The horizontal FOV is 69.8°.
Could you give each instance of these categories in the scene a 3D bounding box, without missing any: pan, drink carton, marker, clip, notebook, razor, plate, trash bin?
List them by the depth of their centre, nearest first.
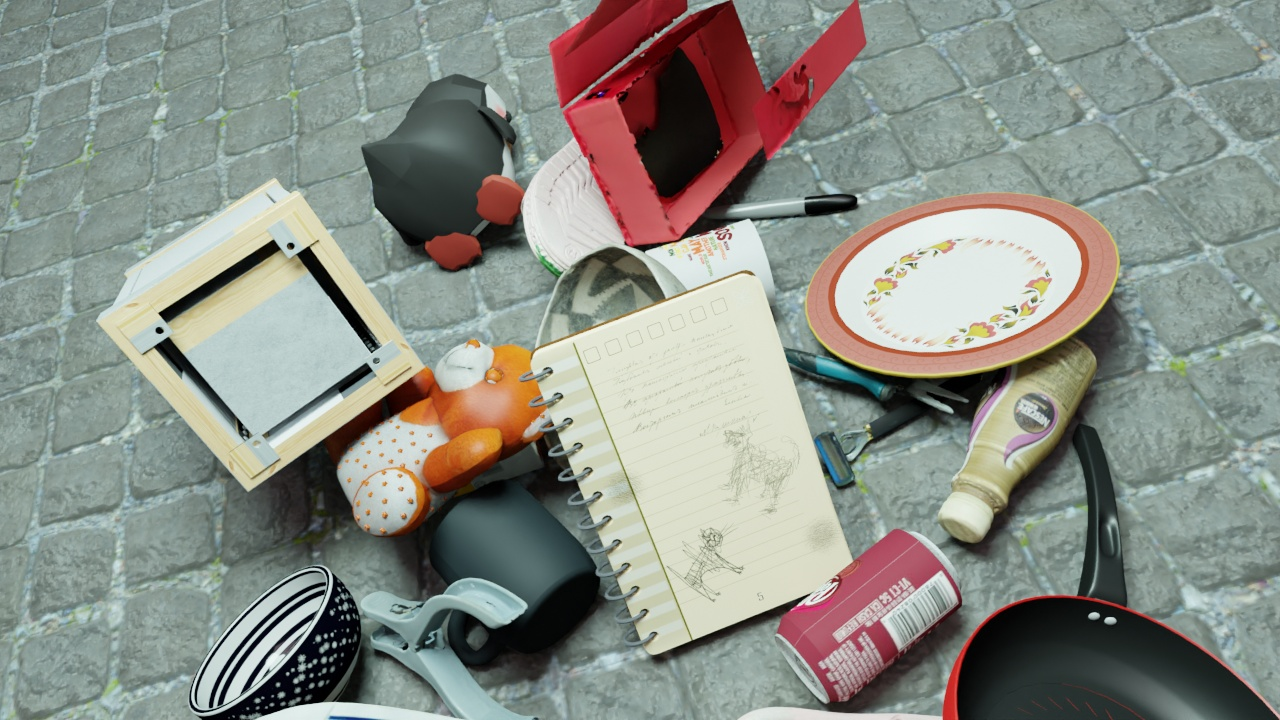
[{"bbox_3d":[0.278,0.177,0.543,0.209,0.067,0.355,16,41,2],"label":"pan"},{"bbox_3d":[0.034,0.073,0.607,0.167,0.225,0.024,-21,11,-2],"label":"notebook"},{"bbox_3d":[-0.119,0.220,0.621,0.174,0.159,0.030,-13,9,43],"label":"clip"},{"bbox_3d":[0.196,0.042,0.690,0.144,0.022,0.043,-28,98,-12],"label":"razor"},{"bbox_3d":[-0.290,-0.035,0.704,0.142,0.142,0.247,-37,25,-13],"label":"trash bin"},{"bbox_3d":[0.243,-0.059,0.714,0.230,0.021,0.229,-16,36,12],"label":"plate"},{"bbox_3d":[-0.139,0.069,0.730,0.122,0.040,0.058,-19,55,-1],"label":"drink carton"},{"bbox_3d":[0.125,-0.139,0.830,0.139,0.016,0.022,-3,25,11],"label":"marker"}]

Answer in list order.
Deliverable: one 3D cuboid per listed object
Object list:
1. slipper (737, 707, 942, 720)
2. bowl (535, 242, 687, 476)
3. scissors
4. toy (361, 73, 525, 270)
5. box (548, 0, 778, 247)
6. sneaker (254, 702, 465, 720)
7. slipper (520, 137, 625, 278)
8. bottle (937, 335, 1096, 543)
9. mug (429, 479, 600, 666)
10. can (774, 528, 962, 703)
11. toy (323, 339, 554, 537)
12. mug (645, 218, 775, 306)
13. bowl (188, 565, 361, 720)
[{"bbox_3d":[0.153,0.254,0.534,0.222,0.056,0.106,6,57,15],"label":"slipper"},{"bbox_3d":[-0.004,0.004,0.699,0.081,0.179,0.178,5,43,-40],"label":"bowl"},{"bbox_3d":[0.172,0.002,0.705,0.123,0.019,0.148,-10,38,-2],"label":"scissors"},{"bbox_3d":[-0.185,-0.205,0.866,0.159,0.140,0.183,-38,35,31],"label":"toy"},{"bbox_3d":[0.022,-0.272,0.735,0.121,0.319,0.210,19,47,25],"label":"box"},{"bbox_3d":[-0.126,0.289,0.544,0.295,0.121,0.127,3,45,11],"label":"sneaker"},{"bbox_3d":[-0.051,-0.146,0.822,0.094,0.065,0.238,39,41,-14],"label":"slipper"},{"bbox_3d":[0.260,0.053,0.643,0.060,0.060,0.165,27,66,26],"label":"bottle"},{"bbox_3d":[-0.095,0.160,0.643,0.094,0.085,0.122,38,99,30],"label":"mug"},{"bbox_3d":[0.147,0.164,0.591,0.114,0.063,0.063,-35,57,-11],"label":"can"},{"bbox_3d":[-0.139,0.045,0.661,0.172,0.093,0.164,-32,32,-14],"label":"toy"},{"bbox_3d":[0.061,-0.054,0.756,0.089,0.073,0.105,-17,81,0],"label":"mug"},{"bbox_3d":[-0.240,0.210,0.635,0.120,0.066,0.120,-30,25,15],"label":"bowl"}]
